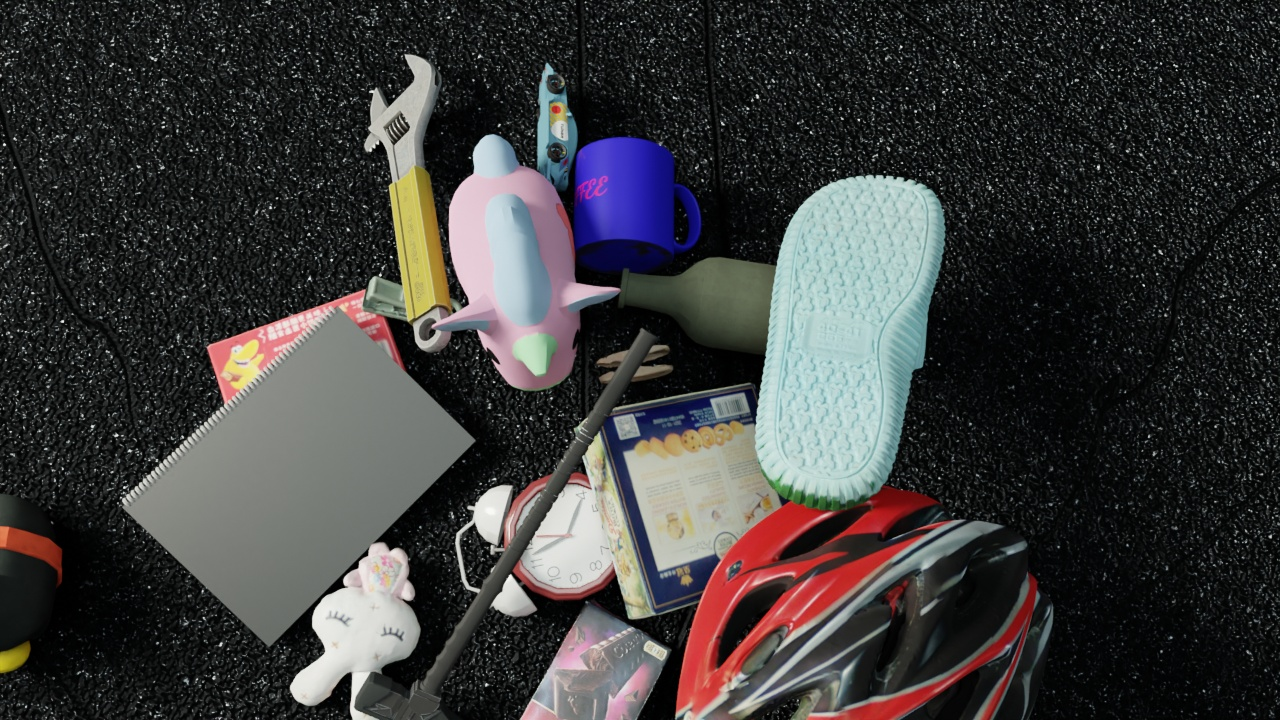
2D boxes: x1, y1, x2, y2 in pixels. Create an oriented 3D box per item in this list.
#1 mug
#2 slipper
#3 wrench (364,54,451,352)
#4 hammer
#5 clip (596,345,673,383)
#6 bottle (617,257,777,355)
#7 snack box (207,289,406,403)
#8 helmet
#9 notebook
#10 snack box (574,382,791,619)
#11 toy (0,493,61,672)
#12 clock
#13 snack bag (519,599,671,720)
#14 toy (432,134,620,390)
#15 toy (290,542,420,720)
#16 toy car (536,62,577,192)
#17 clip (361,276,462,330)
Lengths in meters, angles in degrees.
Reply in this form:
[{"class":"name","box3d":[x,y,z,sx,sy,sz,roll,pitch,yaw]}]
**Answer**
[{"class":"mug","box3d":[0.000,-0.118,0.736,0.111,0.079,0.083,9,73,-31]},{"class":"slipper","box3d":[0.144,-0.017,0.645,0.116,0.070,0.275,12,62,10]},{"class":"wrench","box3d":[-0.175,-0.128,0.716,0.084,0.018,0.273,-27,62,22]},{"class":"hammer","box3d":[-0.073,0.122,0.625,0.095,0.015,0.325,30,97,-16]},{"class":"clip","box3d":[-0.003,0.006,0.726,0.062,0.025,0.047,19,76,3]},{"class":"bottle","box3d":[0.086,-0.042,0.719,0.207,0.071,0.071,8,75,-2]},{"class":"snack box","box3d":[-0.255,0.007,0.710,0.133,0.021,0.089,-21,78,-9]},{"class":"helmet","box3d":[0.144,0.198,0.587,0.271,0.167,0.217,-35,103,-29]},{"class":"notebook","box3d":[-0.249,0.081,0.678,0.149,0.016,0.206,45,80,-2]},{"class":"snack box","box3d":[0.039,0.099,0.669,0.144,0.043,0.145,-9,75,-31]},{"class":"toy","box3d":[-0.451,0.140,0.630,0.100,0.097,0.119,-39,48,29]},{"class":"clock","box3d":[-0.066,0.133,0.677,0.137,0.048,0.096,-11,77,-8]},{"class":"snack bag","box3d":[-0.044,0.256,0.654,0.074,0.018,0.155,27,71,10]},{"class":"toy","box3d":[-0.092,-0.080,0.665,0.120,0.171,0.222,-12,77,-7]},{"class":"toy","box3d":[-0.198,0.195,0.658,0.076,0.037,0.125,21,82,-6]},{"class":"toy car","box3d":[-0.067,-0.187,0.754,0.027,0.060,0.107,3,75,-15]},{"class":"clip","box3d":[-0.176,-0.042,0.713,0.076,0.047,0.023,16,63,-25]}]
